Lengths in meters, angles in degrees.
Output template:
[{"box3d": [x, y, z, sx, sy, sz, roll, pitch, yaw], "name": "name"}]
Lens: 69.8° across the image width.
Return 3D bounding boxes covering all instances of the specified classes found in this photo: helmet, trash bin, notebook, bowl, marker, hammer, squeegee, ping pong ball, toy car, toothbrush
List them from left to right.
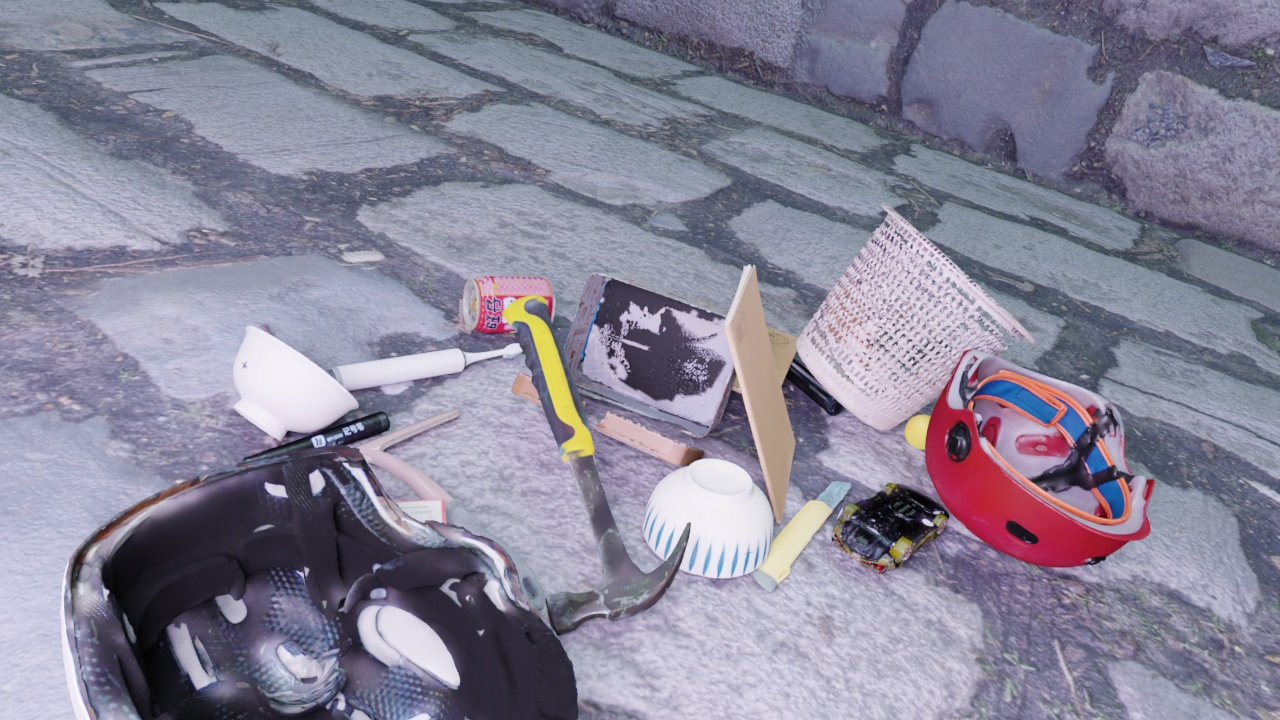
[{"box3d": [-0.316, 0.031, 0.808, 0.118, 0.118, 0.064, 26, 70, 20], "name": "bowl"}, {"box3d": [-0.183, 0.186, 0.509, 0.274, 0.157, 0.229, 34, 31, 12], "name": "helmet"}, {"box3d": [-0.282, 0.072, 0.806, 0.131, 0.020, 0.022, -20, 14, -42], "name": "marker"}, {"box3d": [-0.216, 0.003, 0.958, 0.220, 0.026, 0.026, -11, 64, -39], "name": "toothbrush"}, {"box3d": [-0.167, 0.122, 0.756, 0.250, 0.040, 0.246, 31, 31, 27], "name": "squeegee"}, {"box3d": [-0.054, 0.068, 0.783, 0.126, 0.032, 0.323, -13, 54, -13], "name": "hammer"}, {"box3d": [0.063, 0.130, 0.810, 0.116, 0.066, 0.116, 8, 27, -4], "name": "bowl"}, {"box3d": [0.108, -0.015, 1.097, 0.148, 0.008, 0.207, 22, 26, 10], "name": "notebook"}, {"box3d": [0.120, 0.030, 0.896, 0.012, 0.211, 0.149, -9, 23, 19], "name": "notebook"}, {"box3d": [0.178, 0.001, 1.147, 0.026, 0.027, 0.212, 42, 3, -46], "name": "toothbrush"}, {"box3d": [0.242, 0.158, 0.876, 0.070, 0.042, 0.157, 34, 30, 32], "name": "toy car"}, {"box3d": [0.294, -0.035, 1.048, 0.227, 0.192, 0.227, 38, 17, -14], "name": "trash bin"}, {"box3d": [0.324, 0.082, 1.053, 0.040, 0.040, 0.040, 11, 28, -6], "name": "ping pong ball"}, {"box3d": [0.378, 0.118, 0.912, 0.207, 0.144, 0.239, 18, 39, -9], "name": "helmet"}]

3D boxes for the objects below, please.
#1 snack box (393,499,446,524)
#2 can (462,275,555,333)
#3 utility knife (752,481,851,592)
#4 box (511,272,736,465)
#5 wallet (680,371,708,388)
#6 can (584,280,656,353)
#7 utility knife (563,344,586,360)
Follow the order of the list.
[{"box3d": [-0.221, 0.143, 0.672, 0.155, 0.027, 0.077, 0, 47, -16], "name": "snack box"}, {"box3d": [-0.154, -0.065, 1.068, 0.093, 0.067, 0.066, -1, 32, -27], "name": "can"}, {"box3d": [0.155, 0.156, 0.863, 0.031, 0.021, 0.206, 28, 38, 22], "name": "utility knife"}, {"box3d": [-0.006, 0.006, 0.905, 0.183, 0.157, 0.193, 20, 8, 12], "name": "box"}, {"box3d": [0.092, -0.003, 1.111, 0.090, 0.033, 0.115, 35, 33, 28], "name": "wallet"}, {"box3d": [-0.025, -0.046, 1.084, 0.083, 0.057, 0.102, 22, 31, -11], "name": "can"}, {"box3d": [-0.070, -0.026, 1.091, 0.034, 0.018, 0.204, 17, 30, 3], "name": "utility knife"}]
